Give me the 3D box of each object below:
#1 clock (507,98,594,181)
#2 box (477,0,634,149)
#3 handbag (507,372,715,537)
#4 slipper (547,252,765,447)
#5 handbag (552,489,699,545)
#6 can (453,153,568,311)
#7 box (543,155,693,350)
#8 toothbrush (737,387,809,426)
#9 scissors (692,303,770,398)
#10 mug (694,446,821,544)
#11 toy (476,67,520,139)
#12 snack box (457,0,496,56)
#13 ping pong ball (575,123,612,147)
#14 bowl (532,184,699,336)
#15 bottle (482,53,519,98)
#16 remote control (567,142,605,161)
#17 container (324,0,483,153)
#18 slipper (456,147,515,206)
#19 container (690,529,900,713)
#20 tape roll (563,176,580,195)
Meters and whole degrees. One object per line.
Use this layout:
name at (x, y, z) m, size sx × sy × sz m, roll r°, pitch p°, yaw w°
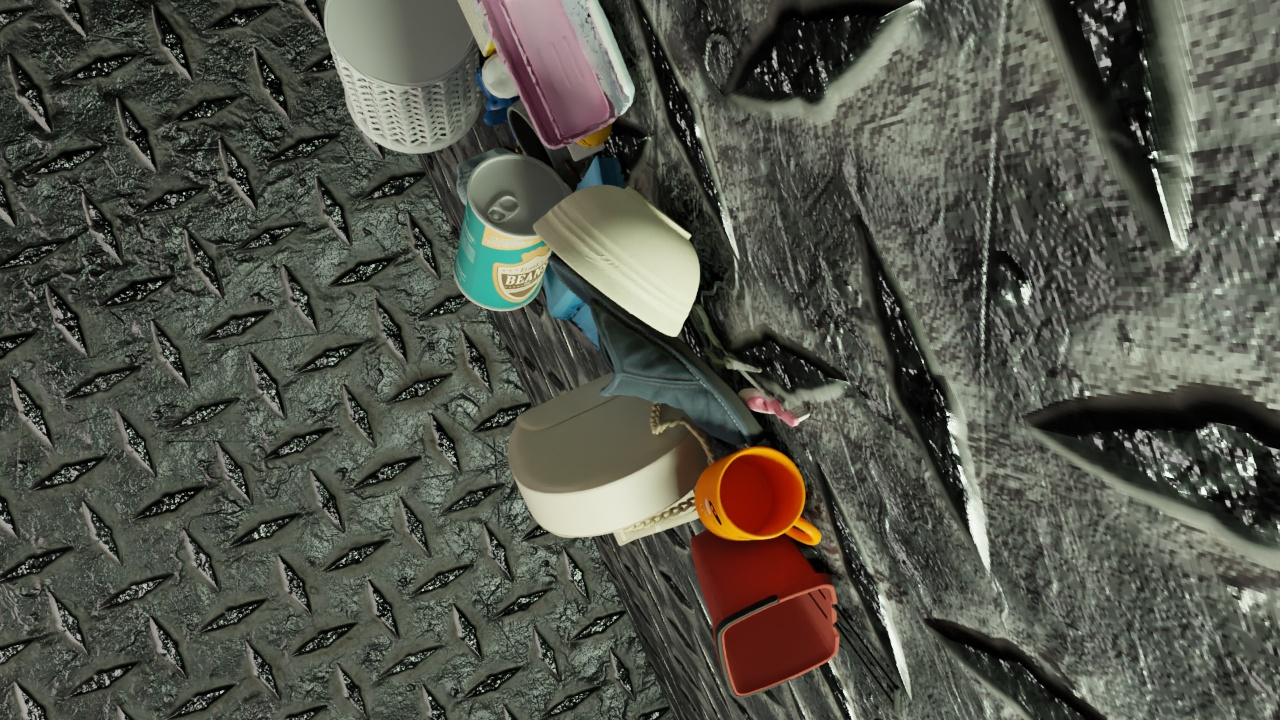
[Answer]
clock at (-0.098, -0.236, 0.963) m, size 0.104 × 0.056 × 0.148 m, roll 59°, pitch 166°, yaw -20°
box at (-0.078, -0.282, 0.741) m, size 0.101 × 0.111 × 0.201 m, roll -51°, pitch -62°, yaw -75°
handbag at (-0.036, 0.088, 0.986) m, size 0.208 × 0.210 × 0.103 m, roll 50°, pitch 162°, yaw 59°
slipper at (-0.005, 0.005, 0.842) m, size 0.265 × 0.083 × 0.109 m, roll 41°, pitch 173°, yaw 15°
handbag at (-0.044, 0.164, 1.208) m, size 0.175 × 0.197 × 0.062 m, roll 67°, pitch 168°, yaw -10°
can at (-0.138, -0.130, 0.958) m, size 0.099 × 0.099 × 0.144 m, roll 61°, pitch 153°, yaw 17°
box at (-0.042, -0.085, 0.942) m, size 0.175 × 0.060 × 0.232 m, roll 62°, pitch 155°, yaw 6°
toothbrush at (0.106, 0.037, 0.752) m, size 0.021 × 0.016 × 0.135 m, roll 67°, pitch 171°, yaw -10°
scissors at (0.079, 0.008, 0.809) m, size 0.131 × 0.014 × 0.153 m, roll 79°, pitch 165°, yaw -48°
mug at (0.109, 0.129, 0.813) m, size 0.112 × 0.077 × 0.096 m, roll 33°, pitch 166°, yaw 0°
toy at (-0.150, -0.286, 1.068) m, size 0.113 × 0.071 × 0.176 m, roll 113°, pitch 140°, yaw -72°
snack box at (-0.136, -0.351, 0.880) m, size 0.083 × 0.061 × 0.106 m, roll 66°, pitch 168°, yaw -11°
ping pong ball at (-0.045, -0.212, 0.826) m, size 0.040 × 0.040 × 0.040 m, roll 60°, pitch 167°, yaw 22°
bowl at (-0.006, -0.095, 0.760) m, size 0.151 × 0.075 × 0.150 m, roll 38°, pitch -171°, yaw -7°
bottle at (-0.134, -0.301, 0.963) m, size 0.136 × 0.044 × 0.044 m, roll -87°, pitch -23°, yaw -72°
remote control at (-0.075, -0.257, 0.882) m, size 0.012 × 0.033 × 0.131 m, roll -76°, pitch -38°, yaw -84°
container at (-0.303, -0.397, 1.202) m, size 0.189 × 0.189 × 0.187 m, roll 63°, pitch 167°, yaw 7°
slipper at (-0.210, -0.252, 1.324) m, size 0.245 × 0.104 × 0.074 m, roll -125°, pitch 12°, yaw -63°
container at (0.131, 0.253, 0.849) m, size 0.200 × 0.127 × 0.148 m, roll -118°, pitch 10°, yaw -46°
tape roll at (-0.112, -0.184, 1.042) m, size 0.030 × 0.093 × 0.094 m, roll 55°, pitch 165°, yaw 39°
